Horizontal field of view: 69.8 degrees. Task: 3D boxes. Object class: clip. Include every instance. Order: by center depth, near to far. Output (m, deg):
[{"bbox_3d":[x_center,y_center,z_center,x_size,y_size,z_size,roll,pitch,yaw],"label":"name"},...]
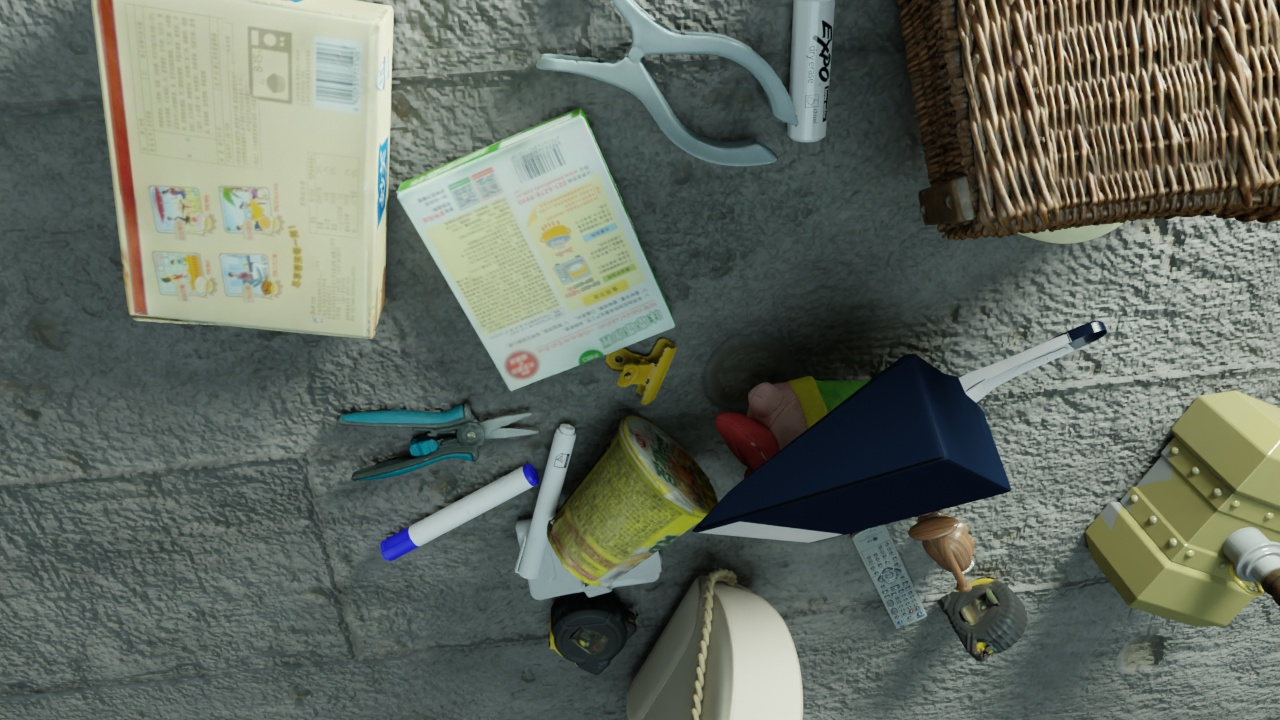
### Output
[{"bbox_3d":[0.030,-0.189,0.561,0.163,0.028,0.108,23,113,-11],"label":"clip"},{"bbox_3d":[-0.003,0.004,0.688,0.046,0.035,0.053,6,123,-31],"label":"clip"}]

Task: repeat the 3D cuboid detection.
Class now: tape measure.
[{"bbox_3d":[-0.045,0.234,0.803,0.072,0.042,0.072,31,116,-19],"label":"tape measure"},{"bbox_3d":[0.310,0.228,0.822,0.063,0.067,0.038,-39,117,16],"label":"tape measure"}]

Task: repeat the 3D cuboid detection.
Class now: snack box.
[{"bbox_3d":[-0.236,-0.119,0.565,0.153,0.055,0.208,5,120,-9],"label":"snack box"},{"bbox_3d":[-0.067,-0.070,0.629,0.132,0.027,0.168,-21,121,7],"label":"snack box"}]

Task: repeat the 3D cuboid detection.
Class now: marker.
[{"bbox_3d":[0.107,-0.201,0.572,0.025,0.025,0.126,-4,121,-4],"label":"marker"},{"bbox_3d":[-0.075,0.111,0.725,0.020,0.017,0.134,11,105,-18],"label":"marker"},{"bbox_3d":[-0.146,0.123,0.738,0.142,0.020,0.020,-28,119,10],"label":"marker"}]

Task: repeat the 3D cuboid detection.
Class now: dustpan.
[{"bbox_3d":[0.198,0.055,0.653,0.274,0.080,0.236,-21,159,25],"label":"dustpan"}]

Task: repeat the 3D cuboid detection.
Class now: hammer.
[{"bbox_3d":[0.493,0.188,0.668,0.100,0.324,0.191,18,117,-16],"label":"hammer"}]

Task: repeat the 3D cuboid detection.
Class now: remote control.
[{"bbox_3d":[0.223,0.193,0.823,0.033,0.013,0.136,-25,120,8],"label":"remote control"}]

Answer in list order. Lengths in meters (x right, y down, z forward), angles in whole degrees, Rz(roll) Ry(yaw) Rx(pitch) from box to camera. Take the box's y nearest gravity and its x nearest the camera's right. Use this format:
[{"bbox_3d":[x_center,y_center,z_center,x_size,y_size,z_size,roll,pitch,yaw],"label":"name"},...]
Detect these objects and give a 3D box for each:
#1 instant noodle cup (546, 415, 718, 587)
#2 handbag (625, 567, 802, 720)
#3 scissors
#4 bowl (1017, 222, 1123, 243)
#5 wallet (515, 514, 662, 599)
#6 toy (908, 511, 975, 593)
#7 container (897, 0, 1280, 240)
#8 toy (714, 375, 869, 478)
[{"bbox_3d":[-0.011,0.113,0.696,0.102,0.102,0.108,37,107,-24],"label":"instant noodle cup"},{"bbox_3d":[0.046,0.298,0.753,0.103,0.208,0.211,20,116,-14],"label":"handbag"},{"bbox_3d":[-0.161,0.059,0.700,0.149,0.019,0.122,-42,112,12],"label":"scissors"},{"bbox_3d":[0.293,-0.125,0.608,0.118,0.074,0.118,-3,121,-5],"label":"bowl"},{"bbox_3d":[-0.042,0.160,0.765,0.116,0.032,0.086,-13,119,2],"label":"wallet"},{"bbox_3d":[0.259,0.154,0.778,0.042,0.054,0.102,-19,130,22],"label":"toy"},{"bbox_3d":[0.236,-0.179,0.486,0.183,0.162,0.250,-12,95,10],"label":"container"},{"bbox_3d":[0.138,0.058,0.695,0.131,0.097,0.124,-36,121,-14],"label":"toy"}]
